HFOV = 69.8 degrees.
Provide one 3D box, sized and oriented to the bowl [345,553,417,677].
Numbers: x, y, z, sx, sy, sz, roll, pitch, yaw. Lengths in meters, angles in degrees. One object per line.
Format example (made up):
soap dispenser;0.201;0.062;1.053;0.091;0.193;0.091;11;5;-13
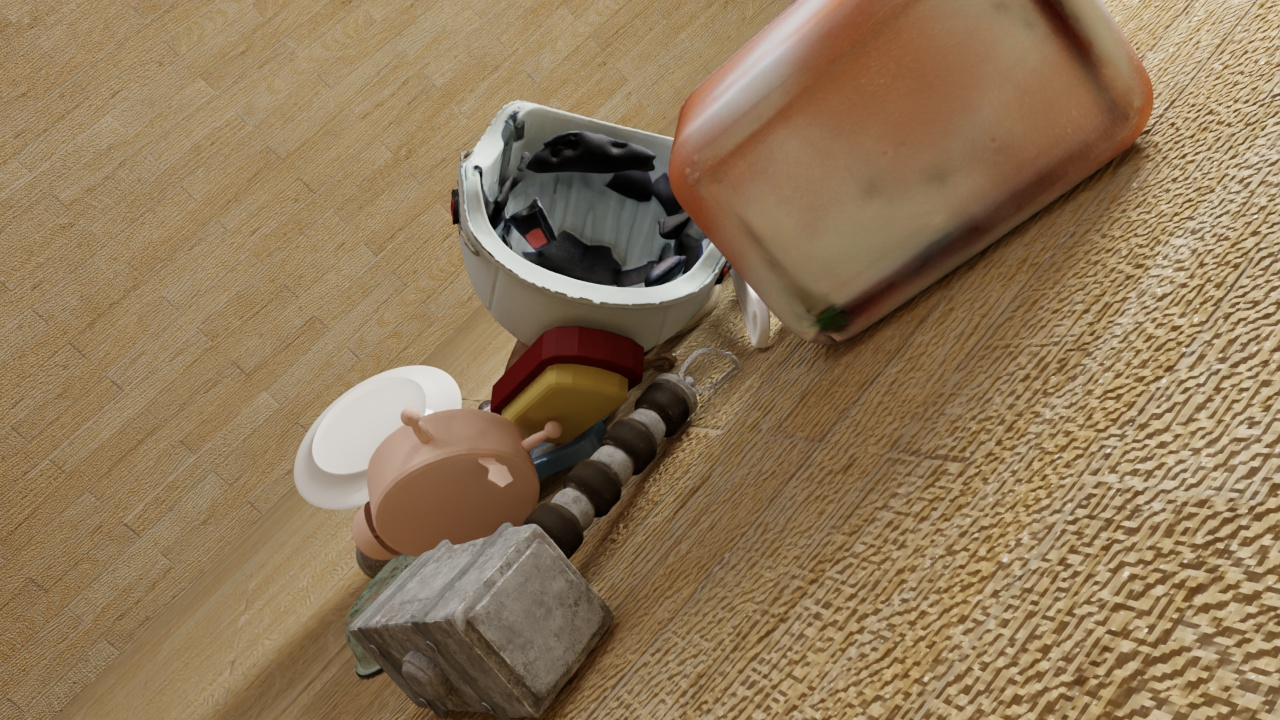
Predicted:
bowl;-0.208;0.205;0.819;0.158;0.038;0.157;-40;14;12

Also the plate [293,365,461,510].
plate;-0.272;0.069;0.935;0.189;0.016;0.188;-14;42;13

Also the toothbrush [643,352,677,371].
toothbrush;-0.005;0.005;0.904;0.016;0.016;0.167;-47;15;-18

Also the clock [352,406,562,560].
clock;-0.147;0.109;0.726;0.161;0.131;0.086;-54;41;37

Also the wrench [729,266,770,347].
wrench;0.083;-0.089;0.802;0.272;0.018;0.066;-97;9;-58

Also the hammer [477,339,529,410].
hammer;-0.119;-0.053;1.037;0.115;0.033;0.323;34;107;62

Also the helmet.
helmet;-0.047;-0.091;0.793;0.263;0.236;0.164;-90;12;-46

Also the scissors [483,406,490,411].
scissors;-0.178;0.080;0.944;0.170;0.014;0.173;-28;13;6

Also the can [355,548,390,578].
can;-0.235;0.180;0.938;0.136;0.054;0.054;-32;17;38

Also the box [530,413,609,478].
box;-0.123;0.089;0.862;0.209;0.021;0.125;-22;20;16

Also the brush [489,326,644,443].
brush;-0.063;0.027;0.739;0.174;0.082;0.041;-38;44;56

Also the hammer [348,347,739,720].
hammer;-0.039;0.094;0.627;0.177;0.079;0.325;-25;17;52

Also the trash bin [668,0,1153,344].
trash bin;0.156;-0.152;0.588;0.260;0.181;0.157;-36;17;23

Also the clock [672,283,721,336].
clock;0.015;-0.060;0.904;0.140;0.054;0.093;-45;36;-12
